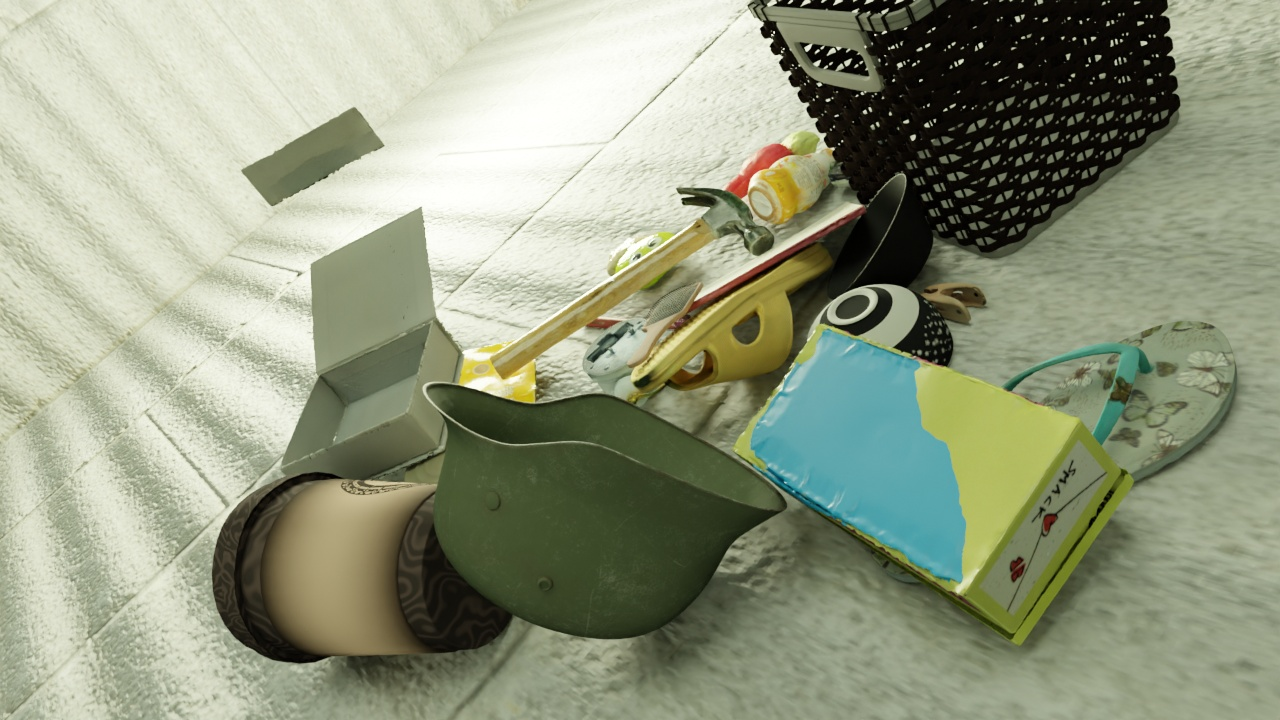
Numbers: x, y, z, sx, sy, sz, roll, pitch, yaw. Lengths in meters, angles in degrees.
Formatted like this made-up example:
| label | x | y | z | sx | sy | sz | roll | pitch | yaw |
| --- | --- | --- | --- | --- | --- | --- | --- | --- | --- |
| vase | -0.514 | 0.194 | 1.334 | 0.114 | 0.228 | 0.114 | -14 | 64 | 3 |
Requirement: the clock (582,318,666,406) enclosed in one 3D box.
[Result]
| label | x | y | z | sx | sy | sz | roll | pitch | yaw |
| --- | --- | --- | --- | --- | --- | --- | --- | --- | --- |
| clock | -0.005 | 0.005 | 0.911 | 0.083 | 0.057 | 0.118 | -41 | 31 | -11 |

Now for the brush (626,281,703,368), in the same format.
| label | x | y | z | sx | sy | sz | roll | pitch | yaw |
| --- | --- | --- | --- | --- | --- | --- | --- | --- | --- |
| brush | 0.016 | -0.034 | 0.827 | 0.050 | 0.015 | 0.135 | -23 | 20 | 34 |

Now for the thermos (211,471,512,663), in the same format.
| label | x | y | z | sx | sy | sz | roll | pitch | yaw |
| --- | --- | --- | --- | --- | --- | --- | --- | --- | --- |
| thermos | -0.230 | 0.179 | 0.799 | 0.227 | 0.173 | 0.172 | -7 | 41 | 30 |

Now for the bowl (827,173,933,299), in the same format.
| label | x | y | z | sx | sy | sz | roll | pitch | yaw |
| --- | --- | --- | --- | --- | --- | --- | --- | --- | --- |
| bowl | 0.222 | -0.097 | 0.813 | 0.124 | 0.052 | 0.124 | -62 | 4 | 8 |

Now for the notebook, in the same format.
| label | x | y | z | sx | sy | sz | roll | pitch | yaw |
| --- | --- | --- | --- | --- | --- | --- | --- | --- | --- |
| notebook | 0.121 | -0.099 | 0.910 | 0.209 | 0.012 | 0.153 | -30 | 5 | 12 |

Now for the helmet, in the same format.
| label | x | y | z | sx | sy | sz | roll | pitch | yaw |
| --- | --- | --- | --- | --- | --- | --- | --- | --- | --- |
| helmet | -0.050 | 0.111 | 0.666 | 0.227 | 0.268 | 0.154 | -97 | 33 | -84 |

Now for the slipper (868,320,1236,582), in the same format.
| label | x | y | z | sx | sy | sz | roll | pitch | yaw |
| --- | --- | --- | --- | --- | --- | --- | --- | --- | --- |
| slipper | 0.263 | 0.052 | 0.590 | 0.269 | 0.055 | 0.098 | -35 | 33 | 3 |

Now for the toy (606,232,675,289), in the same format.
| label | x | y | z | sx | sy | sz | roll | pitch | yaw |
| --- | --- | --- | --- | --- | --- | --- | --- | --- | --- |
| toy | 0.001 | -0.123 | 1.096 | 0.092 | 0.043 | 0.118 | -42 | 30 | -9 |

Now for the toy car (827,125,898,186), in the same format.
| label | x | y | z | sx | sy | sz | roll | pitch | yaw |
| --- | --- | --- | --- | --- | --- | --- | --- | --- | --- |
| toy car | 0.246 | -0.223 | 1.001 | 0.048 | 0.033 | 0.105 | -1 | 40 | 46 |

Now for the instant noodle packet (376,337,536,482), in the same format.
| label | x | y | z | sx | sy | sz | roll | pitch | yaw |
| --- | --- | --- | --- | --- | --- | --- | --- | --- | --- |
| instant noodle packet | -0.216 | 0.057 | 1.042 | 0.222 | 0.084 | 0.162 | -23 | 32 | 9 |

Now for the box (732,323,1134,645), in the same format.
| label | x | y | z | sx | sy | sz | roll | pitch | yaw |
| --- | --- | --- | --- | --- | --- | --- | --- | --- | --- |
| box | 0.171 | 0.065 | 0.586 | 0.124 | 0.079 | 0.221 | -55 | 32 | -5 |

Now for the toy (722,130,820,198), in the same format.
| label | x | y | z | sx | sy | sz | roll | pitch | yaw |
| --- | --- | --- | --- | --- | --- | --- | --- | --- | --- |
| toy | 0.149 | -0.223 | 1.068 | 0.135 | 0.045 | 0.091 | -33 | -3 | 6 |

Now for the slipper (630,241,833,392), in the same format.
| label | x | y | z | sx | sy | sz | roll | pitch | yaw |
| --- | --- | --- | --- | --- | --- | --- | --- | --- | --- |
| slipper | 0.095 | -0.025 | 0.834 | 0.262 | 0.078 | 0.100 | -36 | 8 | -36 |

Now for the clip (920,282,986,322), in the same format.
| label | x | y | z | sx | sy | sz | roll | pitch | yaw |
| --- | --- | --- | --- | --- | --- | --- | --- | --- | --- |
| clip | 0.252 | -0.044 | 0.762 | 0.045 | 0.025 | 0.061 | -47 | 25 | -21 |

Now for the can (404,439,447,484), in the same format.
| label | x | y | z | sx | sy | sz | roll | pitch | yaw |
| --- | --- | --- | --- | --- | --- | --- | --- | --- | --- |
| can | -0.160 | 0.108 | 0.906 | 0.128 | 0.073 | 0.127 | -25 | 32 | 17 |

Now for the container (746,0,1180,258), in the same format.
| label | x | y | z | sx | sy | sz | roll | pitch | yaw |
| --- | --- | --- | --- | --- | --- | --- | --- | --- | --- |
| container | 0.292 | -0.273 | 0.817 | 0.245 | 0.244 | 0.247 | -38 | 31 | -4 |

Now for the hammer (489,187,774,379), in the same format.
| label | x | y | z | sx | sy | sz | roll | pitch | yaw |
| --- | --- | --- | --- | --- | --- | --- | --- | --- | --- |
| hammer | -0.023 | -0.083 | 1.018 | 0.330 | 0.033 | 0.132 | -33 | 54 | -2 |

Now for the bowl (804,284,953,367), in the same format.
| label | x | y | z | sx | sy | sz | roll | pitch | yaw |
| --- | --- | --- | --- | --- | --- | --- | --- | --- | --- |
| bowl | 0.185 | -0.021 | 0.749 | 0.120 | 0.066 | 0.120 | -25 | 32 | 17 |

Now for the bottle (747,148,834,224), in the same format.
| label | x | y | z | sx | sy | sz | roll | pitch | yaw |
| --- | --- | --- | --- | --- | --- | --- | --- | --- | --- |
| bottle | 0.172 | -0.196 | 1.009 | 0.109 | 0.063 | 0.063 | -33 | 28 | -20 |

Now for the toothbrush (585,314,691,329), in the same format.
| label | x | y | z | sx | sy | sz | roll | pitch | yaw |
| --- | --- | --- | --- | --- | --- | --- | --- | --- | --- |
| toothbrush | -0.008 | -0.044 | 1.020 | 0.190 | 0.016 | 0.016 | 5 | 50 | 48 |

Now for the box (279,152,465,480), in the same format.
| label | x | y | z | sx | sy | sz | roll | pitch | yaw |
| --- | --- | --- | --- | --- | --- | --- | --- | --- | --- |
| box | -0.294 | -0.043 | 1.035 | 0.166 | 0.108 | 0.417 | -23 | 47 | 14 |
